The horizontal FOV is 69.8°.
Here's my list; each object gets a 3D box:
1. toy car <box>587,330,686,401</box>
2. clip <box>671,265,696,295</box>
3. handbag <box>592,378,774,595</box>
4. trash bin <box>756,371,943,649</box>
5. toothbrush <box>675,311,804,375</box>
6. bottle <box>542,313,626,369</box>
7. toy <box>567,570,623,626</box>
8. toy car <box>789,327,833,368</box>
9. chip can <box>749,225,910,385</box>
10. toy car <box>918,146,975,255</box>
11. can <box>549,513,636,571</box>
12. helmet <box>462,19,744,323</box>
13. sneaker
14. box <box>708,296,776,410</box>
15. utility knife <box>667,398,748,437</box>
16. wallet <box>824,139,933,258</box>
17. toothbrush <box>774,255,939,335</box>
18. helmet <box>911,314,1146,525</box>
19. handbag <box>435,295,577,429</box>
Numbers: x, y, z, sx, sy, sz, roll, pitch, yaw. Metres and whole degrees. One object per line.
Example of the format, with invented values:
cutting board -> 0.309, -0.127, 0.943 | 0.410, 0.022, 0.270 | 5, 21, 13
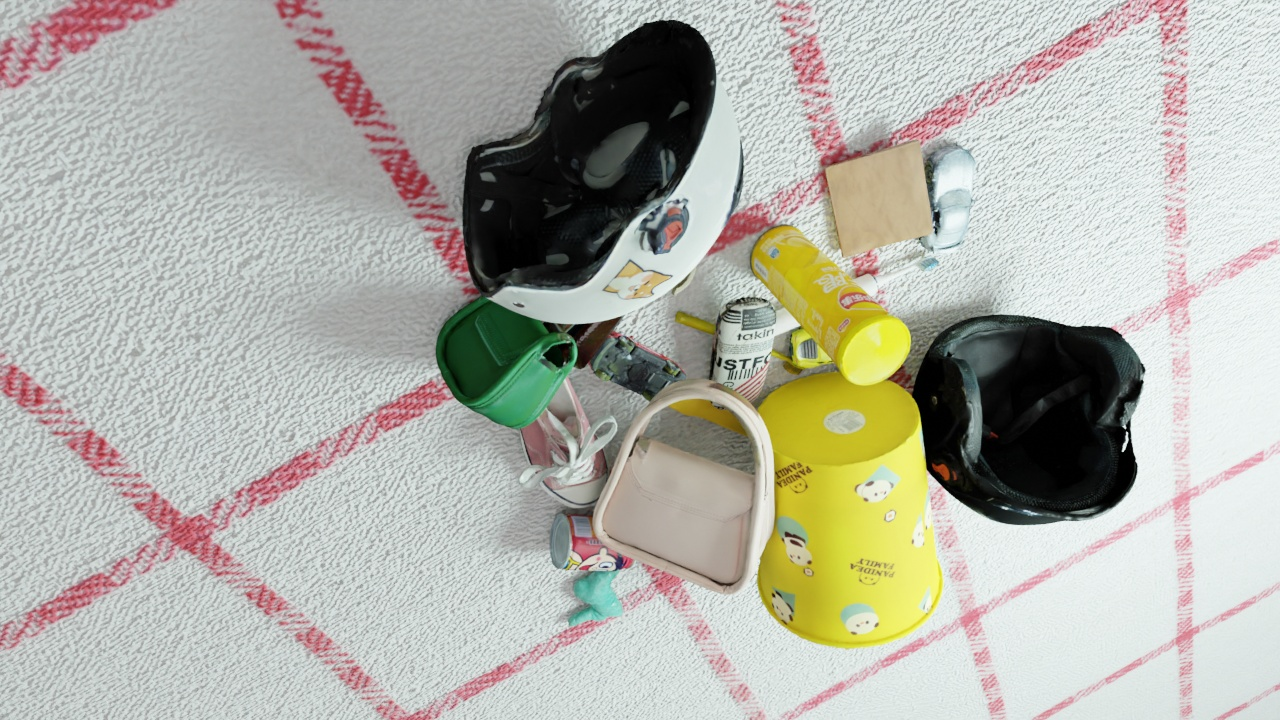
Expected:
toy car -> -0.006, 0.006, 0.991 | 0.120, 0.045, 0.053 | 27, 108, -38
clip -> 0.036, -0.120, 0.930 | 0.095, 0.035, 0.102 | 12, 113, -29
handbag -> 0.059, 0.127, 1.006 | 0.193, 0.093, 0.235 | 17, 122, 13
trash bin -> 0.241, 0.167, 1.095 | 0.229, 0.229, 0.256 | -17, 121, -10
toothbrush -> 0.116, -0.018, 1.041 | 0.190, 0.015, 0.017 | 20, 120, -31
bottle -> -0.022, -0.085, 0.903 | 0.044, 0.080, 0.195 | 31, 104, -34
toy -> -0.058, 0.312, 1.190 | 0.096, 0.030, 0.092 | -24, 126, 3
toy car -> 0.223, -0.020, 1.063 | 0.105, 0.032, 0.048 | -11, 106, -16
chip can -> 0.181, -0.060, 0.912 | 0.072, 0.213, 0.072 | -10, 124, -15
toy car -> 0.338, -0.175, 1.008 | 0.054, 0.036, 0.121 | -13, 123, -12
can -> -0.055, 0.219, 1.104 | 0.093, 0.066, 0.067 | 7, 119, -25
helmet -> -0.017, -0.137, 0.788 | 0.274, 0.229, 0.157 | -38, 138, 15
sneaker -> -0.084, 0.090, 0.989 | 0.118, 0.087, 0.241 | -21, 131, -7
box -> 0.111, -0.002, 1.009 | 0.068, 0.052, 0.164 | -19, 138, -18
utility knife -> 0.083, 0.060, 1.081 | 0.156, 0.015, 0.033 | 25, 117, -33
wallet -> 0.254, -0.170, 0.975 | 0.101, 0.020, 0.115 | -15, 125, 8
toothbrush -> 0.237, -0.076, 1.041 | 0.221, 0.026, 0.027 | -22, 137, -6
helmet -> 0.439, 0.077, 1.076 | 0.233, 0.274, 0.231 | -10, 152, -8
handbag -> -0.130, -0.010, 0.883 | 0.120, 0.131, 0.068 | -48, 135, 8
